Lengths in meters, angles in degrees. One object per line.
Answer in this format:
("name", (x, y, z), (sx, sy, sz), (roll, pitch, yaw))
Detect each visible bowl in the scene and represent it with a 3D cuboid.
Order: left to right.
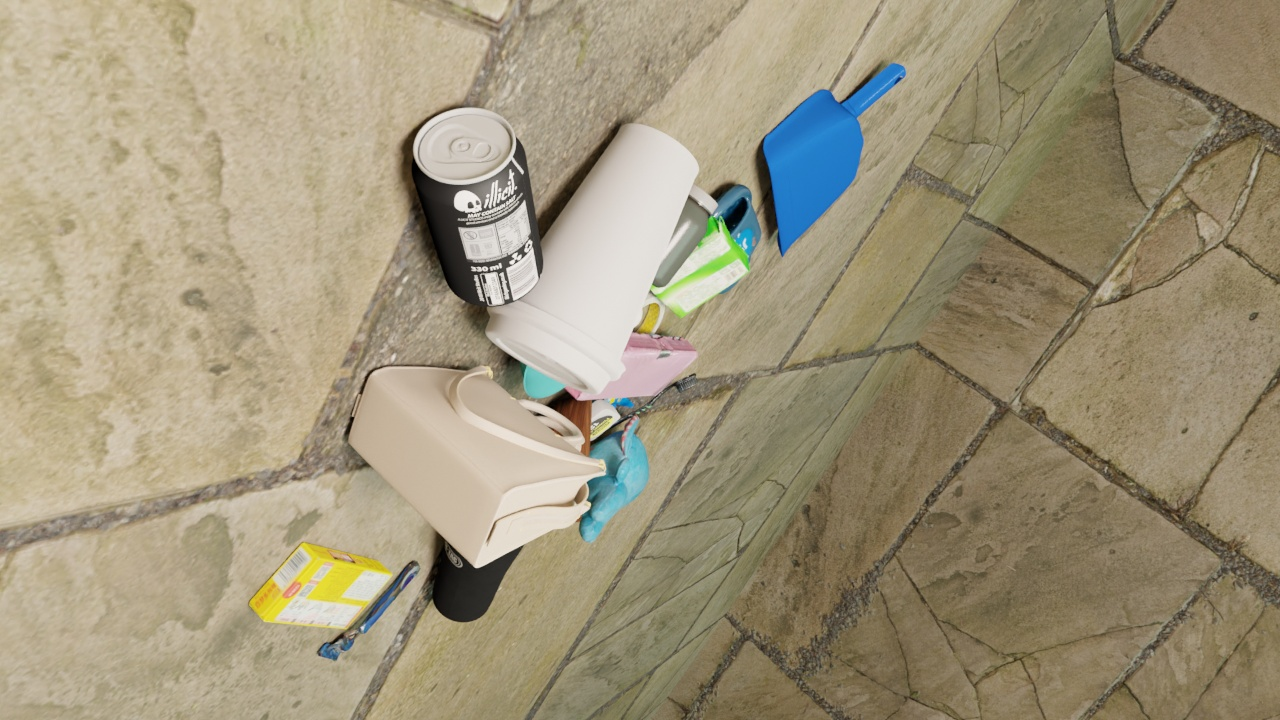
("bowl", (-0.088, -0.024, 0.925), (0.121, 0.046, 0.121), (-42, 156, -23))
("bowl", (-0.098, 0.111, 1.063), (0.147, 0.069, 0.147), (29, 66, -90))

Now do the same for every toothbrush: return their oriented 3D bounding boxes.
("toothbrush", (-0.007, 0.069, 1.188), (0.188, 0.017, 0.014), (-31, 170, 9))

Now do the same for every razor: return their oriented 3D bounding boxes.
("razor", (-0.298, 0.281, 1.027), (0.140, 0.018, 0.044), (-47, 157, -13))

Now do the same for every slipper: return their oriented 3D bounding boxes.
("slipper", (0.113, -0.143, 1.125), (0.103, 0.059, 0.214), (-51, 160, -8))

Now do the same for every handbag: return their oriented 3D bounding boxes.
("handbag", (-0.121, 0.077, 0.813), (0.197, 0.194, 0.101), (-9, 130, -54))

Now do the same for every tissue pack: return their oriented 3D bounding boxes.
("tissue pack", (0.062, -0.105, 1.047), (0.114, 0.034, 0.099), (-32, 144, 11))

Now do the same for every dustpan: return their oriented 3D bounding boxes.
("dustpan", (0.255, -0.283, 1.186), (0.257, 0.059, 0.245), (-40, 157, -3))

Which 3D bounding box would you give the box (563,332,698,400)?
("box", (-0.008, 0.007, 1.096), (0.098, 0.041, 0.232), (-43, 165, 18))

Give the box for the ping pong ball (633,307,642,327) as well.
("ping pong ball", (-0.018, -0.054, 1.026), (0.040, 0.040, 0.040), (-42, 156, -23))

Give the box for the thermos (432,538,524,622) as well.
("thermos", (-0.184, 0.215, 1.049), (0.105, 0.106, 0.219), (-30, 155, -43))

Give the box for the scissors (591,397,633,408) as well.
("scissors", (-0.033, 0.050, 1.195), (0.124, 0.016, 0.126), (-20, 141, -47))

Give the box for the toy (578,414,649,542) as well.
("toy", (-0.056, 0.164, 1.205), (0.184, 0.115, 0.180), (-64, 177, 27))

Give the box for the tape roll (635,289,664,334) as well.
("tape roll", (-0.009, -0.041, 1.093), (0.093, 0.019, 0.094), (-41, 156, -23))

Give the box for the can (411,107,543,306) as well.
("can", (-0.119, -0.109, 0.685), (0.080, 0.080, 0.146), (-43, 157, -22))

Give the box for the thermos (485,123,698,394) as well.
("thermos", (-0.034, -0.093, 0.809), (0.221, 0.131, 0.131), (-62, 160, -11))

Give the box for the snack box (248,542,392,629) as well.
("snack box", (-0.310, 0.225, 0.904), (0.075, 0.025, 0.152), (-49, 159, -6))

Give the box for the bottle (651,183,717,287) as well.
("bottle", (0.032, -0.134, 0.973), (0.108, 0.060, 0.060), (-53, 158, 3))

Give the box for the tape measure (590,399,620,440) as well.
("tape measure", (-0.061, 0.078, 1.159), (0.064, 0.016, 0.065), (-39, 157, 10))
